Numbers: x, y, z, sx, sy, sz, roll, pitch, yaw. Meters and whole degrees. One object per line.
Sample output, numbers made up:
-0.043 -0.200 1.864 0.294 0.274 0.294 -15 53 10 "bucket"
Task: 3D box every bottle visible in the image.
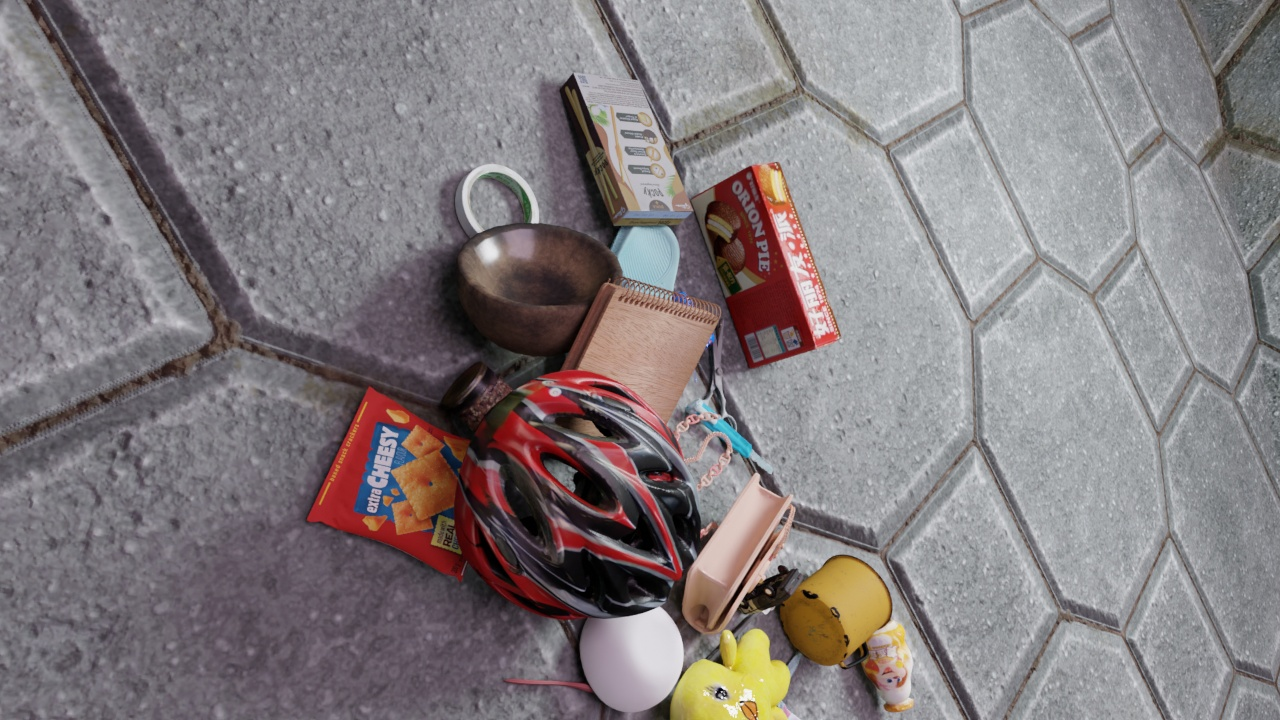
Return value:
-0.135 0.055 0.890 0.105 0.056 0.056 45 53 -20 "bottle"
0.311 0.383 1.153 0.063 0.063 0.109 -10 83 -41 "bottle"

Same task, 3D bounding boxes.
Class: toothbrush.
0.120 0.303 1.052 0.166 0.013 0.013 -32 89 -41 "toothbrush"
-0.053 0.320 0.903 0.184 0.015 0.015 19 62 -33 "toothbrush"

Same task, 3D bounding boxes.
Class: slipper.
-0.005 -0.063 1.030 0.116 0.070 0.275 34 56 -23 "slipper"

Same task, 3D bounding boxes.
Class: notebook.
-0.006 0.005 0.928 0.210 0.022 0.169 9 111 -58 "notebook"

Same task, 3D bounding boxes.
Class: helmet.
-0.049 0.128 0.825 0.217 0.167 0.272 -53 139 -13 "helmet"

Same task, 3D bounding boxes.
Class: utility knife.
0.110 0.096 1.097 0.149 0.015 0.022 42 85 -23 "utility knife"

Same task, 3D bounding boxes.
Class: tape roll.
-0.151 -0.161 0.971 0.093 0.018 0.093 13 69 -36 "tape roll"

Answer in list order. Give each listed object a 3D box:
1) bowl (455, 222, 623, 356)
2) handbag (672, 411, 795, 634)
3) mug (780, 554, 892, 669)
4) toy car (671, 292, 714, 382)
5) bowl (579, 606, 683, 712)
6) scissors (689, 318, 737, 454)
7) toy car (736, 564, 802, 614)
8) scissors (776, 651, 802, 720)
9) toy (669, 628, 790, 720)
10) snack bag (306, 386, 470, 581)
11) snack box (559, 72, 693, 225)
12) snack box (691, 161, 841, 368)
-0.101 -0.067 0.908 0.162 0.070 0.162 6 37 -5 "bowl"
0.066 0.181 1.030 0.187 0.117 0.198 31 55 16 "handbag"
0.233 0.308 1.087 0.093 0.101 0.123 -24 94 -40 "mug"
0.054 -0.028 1.086 0.092 0.033 0.061 54 43 -13 "toy car"
0.001 0.289 0.919 0.114 0.051 0.114 21 54 -31 "bowl"
0.101 0.029 1.123 0.120 0.014 0.159 40 57 -22 "scissors"
0.147 0.262 1.032 0.037 0.093 0.040 48 49 0 "toy car"
0.155 0.405 1.050 0.170 0.013 0.175 -41 102 -43 "scissors"
0.098 0.365 0.962 0.134 0.092 0.207 53 45 2 "toy"
-0.204 0.111 0.825 0.144 0.039 0.130 28 60 -19 "snack bag"
-0.016 -0.247 1.078 0.100 0.032 0.186 -8 71 -41 "snack box"
0.155 -0.117 1.148 0.060 0.113 0.236 -18 88 -41 "snack box"
